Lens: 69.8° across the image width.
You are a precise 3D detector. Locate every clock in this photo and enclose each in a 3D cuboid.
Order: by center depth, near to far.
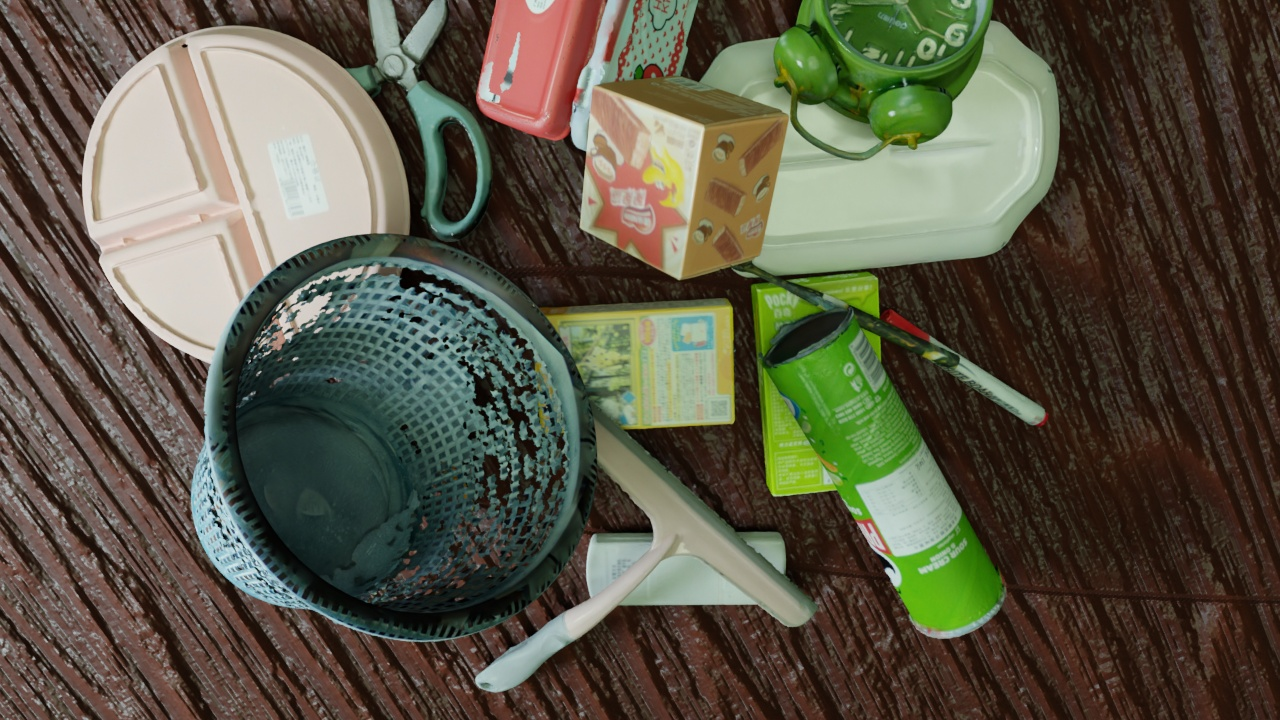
[{"bbox_3d":[0.147,-0.193,0.555,0.116,0.056,0.161,27,82,7],"label":"clock"}]

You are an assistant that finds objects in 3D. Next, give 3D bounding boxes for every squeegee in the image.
[{"bbox_3d":[-0.042,0.185,0.675,0.247,0.040,0.250,42,111,-14],"label":"squeegee"}]

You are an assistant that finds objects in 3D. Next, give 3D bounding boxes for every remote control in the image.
[{"bbox_3d":[0.034,0.157,0.696,0.150,0.021,0.058,0,112,0],"label":"remote control"}]

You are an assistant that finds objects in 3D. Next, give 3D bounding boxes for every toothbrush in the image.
[{"bbox_3d":[0.137,-0.036,0.622,0.186,0.017,0.012,24,66,-7],"label":"toothbrush"}]

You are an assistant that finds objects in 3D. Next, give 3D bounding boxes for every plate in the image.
[{"bbox_3d":[-0.265,-0.101,0.604,0.229,0.028,0.229,2,101,8],"label":"plate"},{"bbox_3d":[0.154,-0.139,0.613,0.266,0.034,0.162,-4,105,0],"label":"plate"}]

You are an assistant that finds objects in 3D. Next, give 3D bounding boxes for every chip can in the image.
[{"bbox_3d":[0.167,0.077,0.624,0.072,0.072,0.236,-30,105,7],"label":"chip can"}]

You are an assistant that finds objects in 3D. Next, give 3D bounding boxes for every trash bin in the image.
[{"bbox_3d":[-0.173,0.063,0.564,0.196,0.225,0.226,-26,107,46],"label":"trash bin"}]

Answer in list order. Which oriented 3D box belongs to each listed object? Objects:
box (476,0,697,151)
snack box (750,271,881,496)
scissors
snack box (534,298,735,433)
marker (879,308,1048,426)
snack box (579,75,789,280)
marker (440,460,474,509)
[{"bbox_3d":[-0.021,-0.237,0.584,0.102,0.100,0.202,27,108,32],"label":"box"},{"bbox_3d":[0.129,0.018,0.659,0.086,0.026,0.156,-7,105,0],"label":"snack box"},{"bbox_3d":[-0.178,-0.154,0.604,0.181,0.019,0.170,-11,101,14],"label":"scissors"},{"bbox_3d":[-0.004,0.004,0.651,0.140,0.033,0.087,-4,105,-1],"label":"snack box"},{"bbox_3d":[0.233,0.007,0.662,0.145,0.017,0.017,31,102,-8],"label":"marker"},{"bbox_3d":[0.024,-0.115,0.566,0.093,0.076,0.094,32,127,35],"label":"snack box"},{"bbox_3d":[-0.151,0.056,0.670,0.015,0.018,0.124,-20,103,0],"label":"marker"}]
